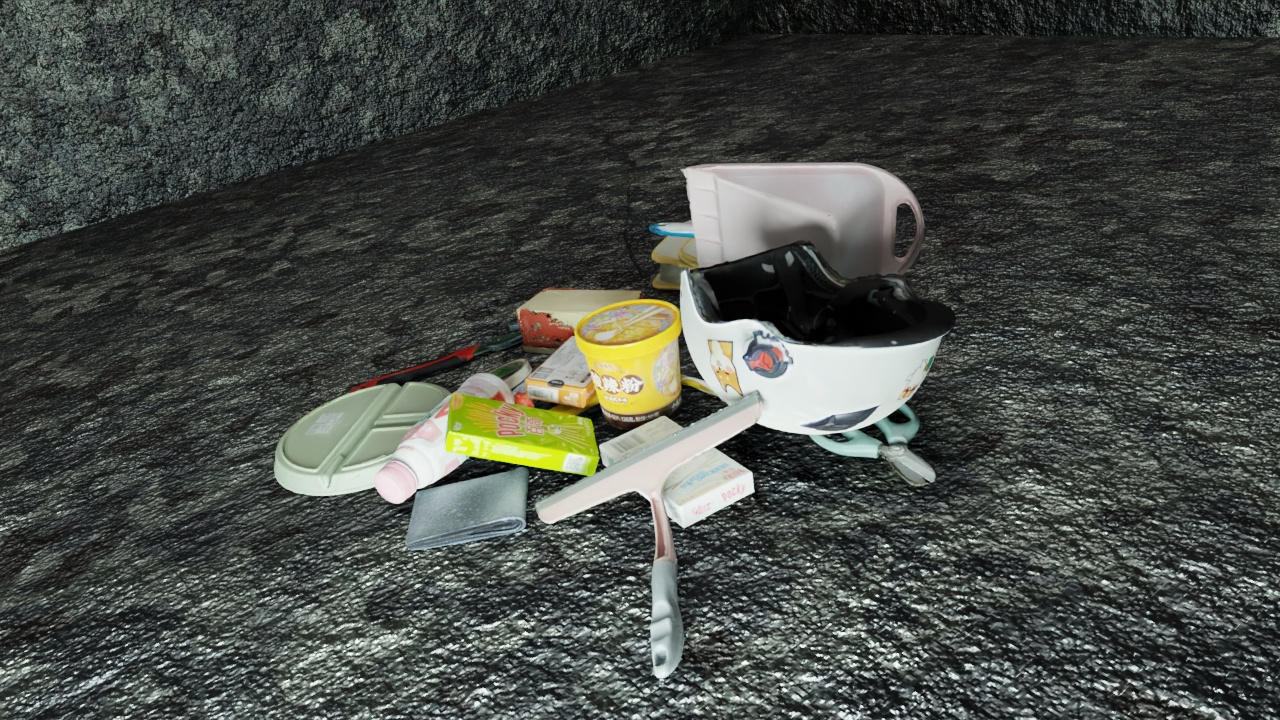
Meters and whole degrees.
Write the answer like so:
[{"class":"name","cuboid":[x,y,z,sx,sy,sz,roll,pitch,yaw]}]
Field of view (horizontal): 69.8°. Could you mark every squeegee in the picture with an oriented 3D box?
[{"class":"squeegee","cuboid":[0.016,0.168,0.778,0.248,0.040,0.249,-27,32,16]}]

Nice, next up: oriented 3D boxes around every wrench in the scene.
[{"class":"wrench","cuboid":[-0.264,-0.002,1.254,0.272,0.016,0.056,-23,27,-25]}]

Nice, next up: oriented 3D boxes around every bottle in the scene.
[{"class":"bottle","cuboid":[-0.213,0.085,1.000,0.068,0.068,0.196,4,29,26]}]

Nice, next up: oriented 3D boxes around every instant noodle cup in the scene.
[{"class":"instant noodle cup","cuboid":[-0.006,0.006,1.032,0.118,0.114,0.118,-8,27,4]}]

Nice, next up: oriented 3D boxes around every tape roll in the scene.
[{"class":"tape roll","cuboid":[-0.175,0.025,1.140,0.086,0.014,0.085,-25,17,8]}]

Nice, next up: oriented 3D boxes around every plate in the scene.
[{"class":"plate","cuboid":[-0.323,0.084,1.092,0.230,0.027,0.229,-8,25,4]}]

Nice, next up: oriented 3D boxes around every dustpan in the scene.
[{"class":"dustpan","cuboid":[0.211,-0.162,1.189,0.274,0.223,0.138,23,52,29]}]

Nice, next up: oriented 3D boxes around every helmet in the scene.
[{"class":"helmet","cuboid":[0.162,-0.008,0.914,0.229,0.157,0.274,-20,35,-40]}]

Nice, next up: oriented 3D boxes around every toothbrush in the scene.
[{"class":"toothbrush","cuboid":[0.048,0.025,1.087,0.192,0.016,0.018,15,47,42]}]

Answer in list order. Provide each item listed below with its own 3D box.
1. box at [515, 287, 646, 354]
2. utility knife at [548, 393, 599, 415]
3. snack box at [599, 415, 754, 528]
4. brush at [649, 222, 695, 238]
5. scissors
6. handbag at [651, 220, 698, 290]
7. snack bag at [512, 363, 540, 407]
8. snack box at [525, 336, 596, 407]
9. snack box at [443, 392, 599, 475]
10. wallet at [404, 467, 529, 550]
[{"class":"box","cuboid":[-0.079,-0.059,1.228,0.169,0.080,0.091,3,29,27]},{"class":"utility knife","cuboid":[-0.091,0.064,1.060,0.194,0.015,0.033,-27,35,-35]},{"class":"snack box","cuboid":[0.033,0.107,0.916,0.084,0.027,0.157,-23,29,-24]},{"class":"brush","cuboid":[0.170,-0.149,1.284,0.315,0.109,0.060,-1,30,18]},{"class":"scissors","cuboid":[0.256,0.073,0.914,0.131,0.019,0.186,-26,32,-28]},{"class":"handbag","cuboid":[0.120,-0.160,1.388,0.179,0.063,0.162,8,33,26]},{"class":"snack bag","cuboid":[-0.130,0.034,1.121,0.048,0.026,0.104,9,29,18]},{"class":"snack box","cuboid":[-0.076,0.011,1.112,0.075,0.026,0.153,10,23,14]},{"class":"snack box","cuboid":[-0.125,0.077,0.962,0.156,0.026,0.085,12,23,-13]},{"class":"wallet","cuboid":[-0.172,0.148,0.922,0.121,0.019,0.097,-12,24,0]}]
